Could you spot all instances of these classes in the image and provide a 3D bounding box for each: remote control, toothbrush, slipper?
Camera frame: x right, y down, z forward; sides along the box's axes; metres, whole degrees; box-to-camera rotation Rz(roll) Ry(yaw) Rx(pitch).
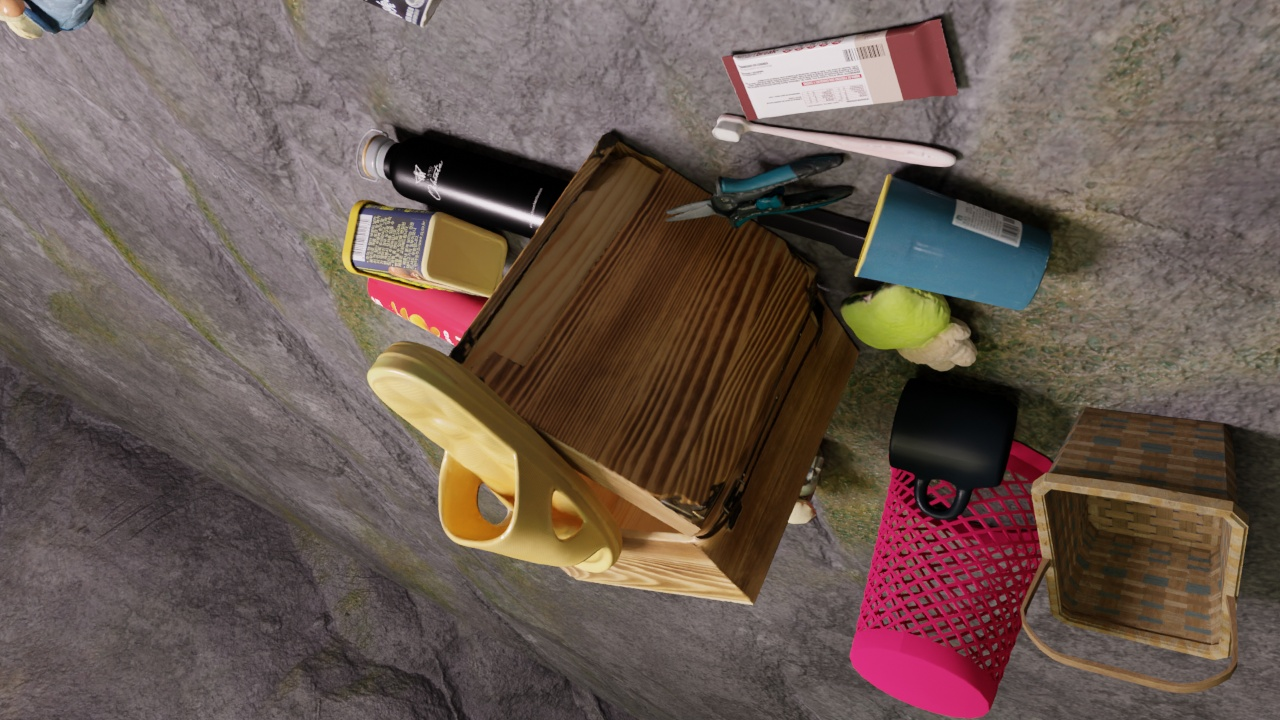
[{"bbox_3d":[0.160,-0.102,0.744,0.136,0.015,0.032,20,149,16],"label":"remote control"},{"bbox_3d":[0.139,-0.159,0.674,0.181,0.018,0.016,15,148,22],"label":"toothbrush"},{"bbox_3d":[-0.105,0.095,0.665,0.100,0.078,0.263,-3,136,40],"label":"slipper"}]

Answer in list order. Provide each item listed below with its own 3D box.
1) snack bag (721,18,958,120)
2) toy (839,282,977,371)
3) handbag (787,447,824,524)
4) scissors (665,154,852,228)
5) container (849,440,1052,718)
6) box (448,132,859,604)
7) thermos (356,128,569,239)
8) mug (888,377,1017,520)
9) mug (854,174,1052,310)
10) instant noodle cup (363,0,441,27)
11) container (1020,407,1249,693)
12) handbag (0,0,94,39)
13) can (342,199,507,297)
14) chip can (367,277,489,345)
[{"bbox_3d":[0.133,-0.195,0.627,0.158,0.013,0.057,3,139,38],"label":"snack bag"},{"bbox_3d":[0.229,-0.027,0.770,0.115,0.046,0.092,32,152,-18],"label":"toy"},{"bbox_3d":[0.114,0.132,1.039,0.186,0.116,0.113,20,149,13],"label":"handbag"},{"bbox_3d":[0.095,-0.125,0.723,0.140,0.019,0.128,20,138,-12],"label":"scissors"},{"bbox_3d":[0.299,0.208,0.885,0.183,0.225,0.183,22,150,13],"label":"container"},{"bbox_3d":[0.006,0.003,0.779,0.283,0.278,0.315,-4,134,44],"label":"box"},{"bbox_3d":[-0.177,-0.172,0.881,0.231,0.061,0.061,20,149,17],"label":"thermos"},{"bbox_3d":[0.279,0.084,0.827,0.095,0.121,0.085,13,-175,27],"label":"mug"},{"bbox_3d":[0.226,-0.082,0.665,0.121,0.078,0.078,18,149,10],"label":"mug"},{"bbox_3d":[-0.172,-0.301,0.621,0.112,0.137,0.138,29,152,-16],"label":"instant noodle cup"},{"bbox_3d":[0.420,0.181,0.779,0.158,0.185,0.250,7,143,34],"label":"container"},{"bbox_3d":[-0.575,-0.371,0.866,0.192,0.118,0.122,3,141,47],"label":"handbag"},{"bbox_3d":[-0.218,-0.113,0.949,0.104,0.075,0.135,10,179,26],"label":"can"},{"bbox_3d":[-0.213,-0.055,1.046,0.221,0.069,0.069,26,152,27],"label":"chip can"}]
